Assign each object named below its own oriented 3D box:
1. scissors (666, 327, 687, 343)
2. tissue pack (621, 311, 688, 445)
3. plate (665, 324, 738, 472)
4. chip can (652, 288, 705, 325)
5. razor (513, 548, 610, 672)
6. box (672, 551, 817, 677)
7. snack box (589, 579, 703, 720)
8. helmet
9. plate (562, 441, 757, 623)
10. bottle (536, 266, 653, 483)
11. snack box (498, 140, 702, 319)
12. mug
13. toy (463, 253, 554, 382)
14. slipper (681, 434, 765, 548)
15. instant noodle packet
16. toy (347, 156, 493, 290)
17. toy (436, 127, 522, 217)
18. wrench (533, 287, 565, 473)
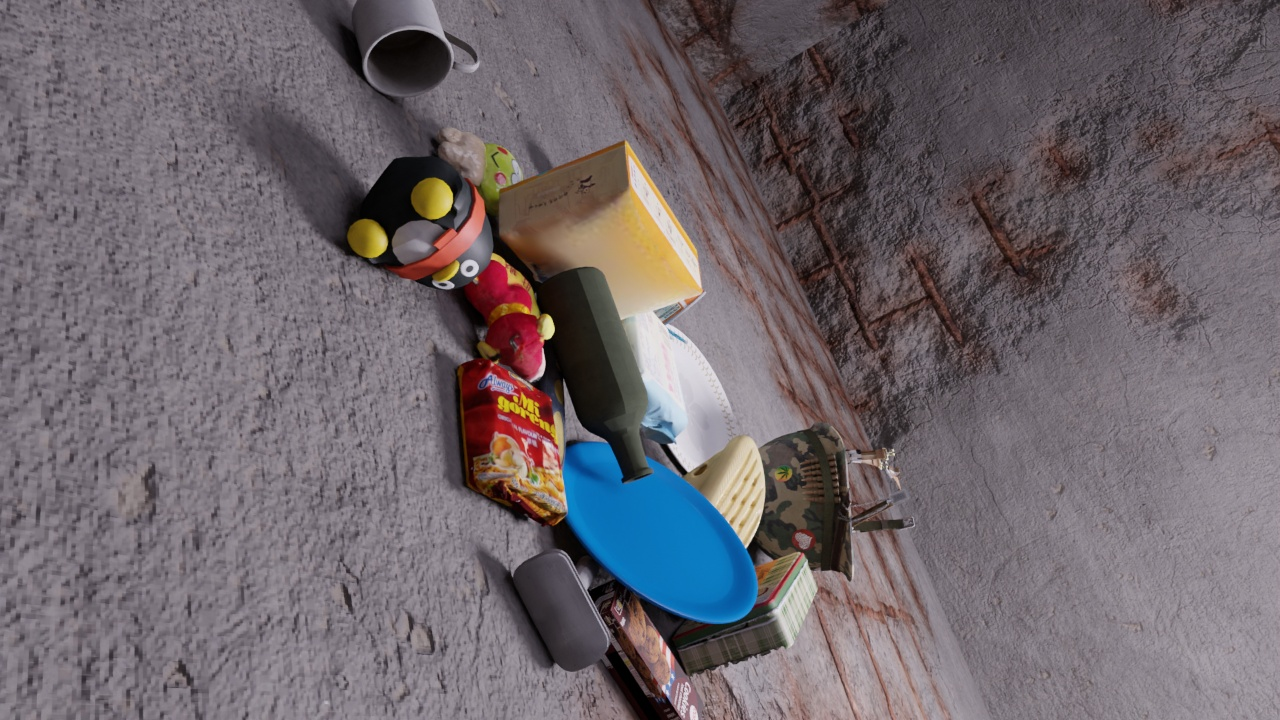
[{"bbox_3d":[0.000,-0.064,1.172,0.134,0.012,0.134,29,-6,42],"label":"scissors"},{"bbox_3d":[-0.006,0.006,1.059,0.112,0.070,0.181,46,26,-44],"label":"tissue pack"},{"bbox_3d":[0.064,0.062,1.224,0.242,0.016,0.242,43,33,-37],"label":"plate"},{"bbox_3d":[-0.008,-0.151,1.215,0.215,0.075,0.075,51,19,-4],"label":"chip can"},{"bbox_3d":[-0.052,0.180,0.727,0.088,0.047,0.116,62,10,-1],"label":"razor"},{"bbox_3d":[0.113,0.258,0.952,0.050,0.118,0.205,69,20,5],"label":"box"},{"bbox_3d":[0.002,0.257,0.774,0.141,0.032,0.051,59,18,-12],"label":"snack box"},{"bbox_3d":[0.256,0.193,1.250,0.193,0.236,0.224,78,-10,-49],"label":"helmet"},{"bbox_3d":[0.010,0.160,0.851,0.224,0.024,0.224,30,21,-13],"label":"plate"},{"bbox_3d":[-0.037,0.015,0.879,0.071,0.072,0.206,12,56,-68],"label":"bottle"},{"bbox_3d":[-0.038,-0.115,0.955,0.195,0.145,0.080,48,30,-52],"label":"snack box"},{"bbox_3d":[-0.213,-0.303,0.871,0.113,0.085,0.070,-6,61,-30],"label":"mug"},{"bbox_3d":[-0.122,-0.049,0.829,0.105,0.067,0.137,41,20,-44],"label":"toy"},{"bbox_3d":[0.066,0.180,1.006,0.260,0.079,0.111,-47,124,-54],"label":"slipper"},{"bbox_3d":[-0.104,0.067,0.746,0.098,0.040,0.135,34,33,-44],"label":"instant noodle packet"},{"bbox_3d":[-0.163,-0.102,0.732,0.119,0.098,0.099,50,17,-42],"label":"toy"},{"bbox_3d":[-0.164,-0.197,0.950,0.115,0.046,0.092,34,38,-42],"label":"toy"},{"bbox_3d":[-0.087,0.014,0.893,0.073,0.022,0.272,52,20,-34],"label":"wrench"}]
